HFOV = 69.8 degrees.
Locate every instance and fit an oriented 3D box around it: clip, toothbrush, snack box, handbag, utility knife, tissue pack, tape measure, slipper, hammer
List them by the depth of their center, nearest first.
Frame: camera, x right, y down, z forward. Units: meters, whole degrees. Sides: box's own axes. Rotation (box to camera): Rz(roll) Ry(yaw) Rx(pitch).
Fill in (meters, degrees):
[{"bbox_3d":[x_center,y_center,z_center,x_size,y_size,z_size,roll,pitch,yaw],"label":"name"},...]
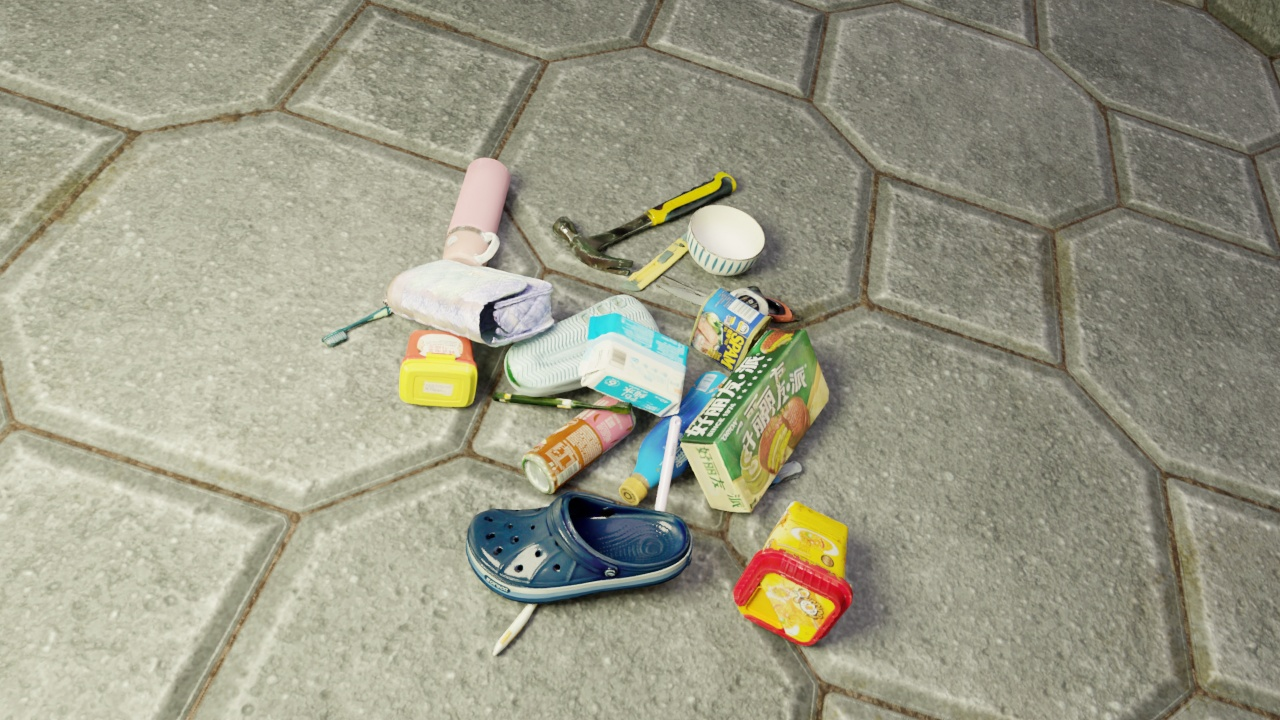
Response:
[{"bbox_3d":[-0.068,0.197,0.999,0.253,0.095,0.105,0,39,-1],"label":"slipper"},{"bbox_3d":[-0.102,0.255,1.020,0.018,0.016,0.190,39,52,4],"label":"toothbrush"},{"bbox_3d":[0.027,0.157,1.076,0.029,0.021,0.189,14,77,-18],"label":"toothbrush"},{"bbox_3d":[-0.007,0.007,1.127,0.140,0.063,0.089,24,55,-19],"label":"tissue pack"},{"bbox_3d":[-0.248,0.007,1.131,0.091,0.082,0.080,5,42,-13],"label":"snack box"},{"bbox_3d":[-0.098,0.051,1.132,0.186,0.012,0.017,4,30,19],"label":"toothbrush"},{"bbox_3d":[-0.210,-0.076,1.144,0.194,0.076,0.133,14,25,39],"label":"handbag"},{"bbox_3d":[0.150,0.071,1.161,0.063,0.114,0.239,1,36,42],"label":"snack box"},{"bbox_3d":[0.182,0.145,1.180,0.058,0.041,0.026,-16,57,-27],"label":"clip"},{"bbox_3d":[-0.071,-0.008,1.189,0.244,0.074,0.104,-22,71,-37],"label":"slipper"},{"bbox_3d":[-0.329,-0.063,1.202,0.191,0.016,0.018,-31,77,-32],"label":"toothbrush"},{"bbox_3d":[0.148,-0.070,1.305,0.065,0.034,0.066,-12,56,-19],"label":"tape measure"},{"bbox_3d":[0.040,-0.155,1.376,0.031,0.021,0.197,36,49,15],"label":"utility knife"},{"bbox_3d":[0.028,-0.221,1.410,0.322,0.032,0.126,-29,65,-32],"label":"hammer"}]

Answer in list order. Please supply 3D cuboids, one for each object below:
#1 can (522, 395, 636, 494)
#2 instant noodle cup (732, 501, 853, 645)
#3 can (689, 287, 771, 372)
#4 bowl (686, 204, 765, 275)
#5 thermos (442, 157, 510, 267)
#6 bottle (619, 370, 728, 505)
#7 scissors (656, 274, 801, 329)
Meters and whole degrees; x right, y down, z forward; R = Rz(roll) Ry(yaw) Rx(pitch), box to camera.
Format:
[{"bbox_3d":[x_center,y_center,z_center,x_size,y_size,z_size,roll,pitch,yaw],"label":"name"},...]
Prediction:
[{"bbox_3d":[-0.074,0.100,1.118,0.058,0.058,0.147,42,54,17],"label":"can"},{"bbox_3d":[0.182,0.239,1.054,0.116,0.116,0.123,26,40,5],"label":"instant noodle cup"},{"bbox_3d":[0.120,-0.038,1.250,0.083,0.102,0.057,33,52,14],"label":"can"},{"bbox_3d":[0.122,-0.170,1.373,0.116,0.066,0.116,8,51,-10],"label":"bowl"},{"bbox_3d":[-0.224,-0.202,1.295,0.067,0.087,0.198,47,35,-38],"label":"thermos"},{"bbox_3d":[0.048,0.099,1.148,0.065,0.065,0.218,35,53,12],"label":"bottle"},{"bbox_3d":[0.133,-0.082,1.343,0.196,0.015,0.205,-20,61,-26],"label":"scissors"}]
